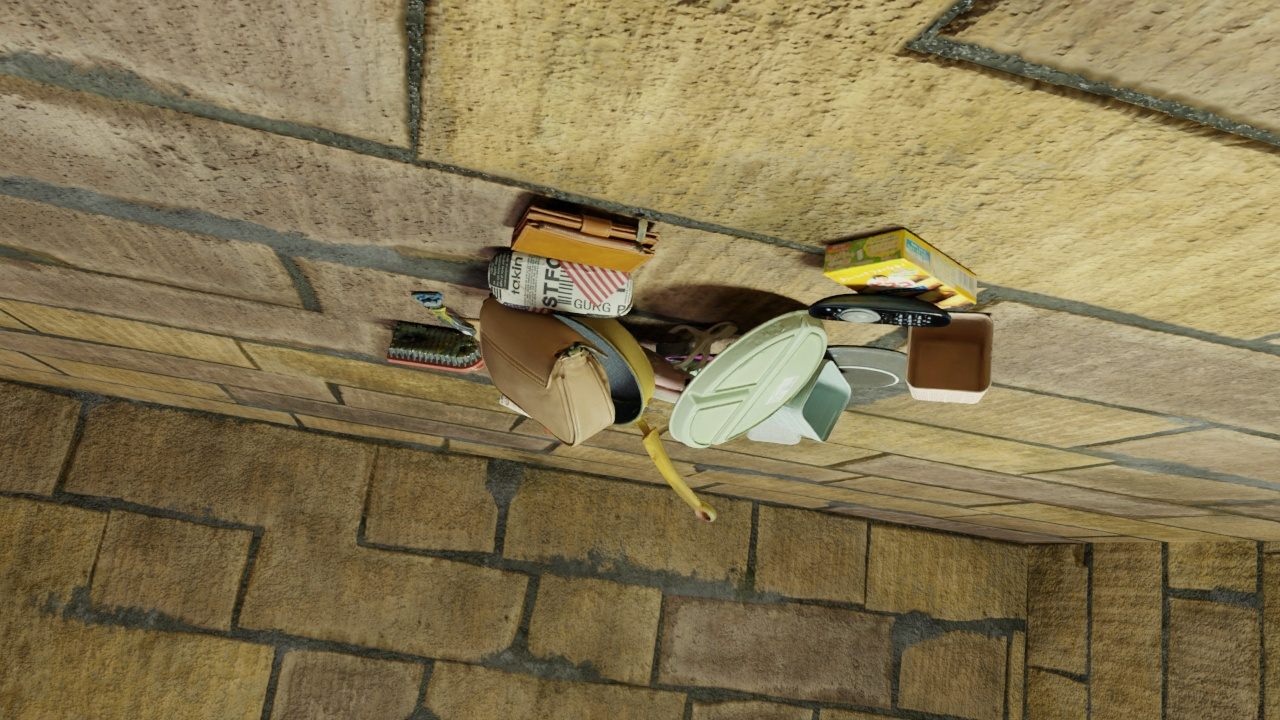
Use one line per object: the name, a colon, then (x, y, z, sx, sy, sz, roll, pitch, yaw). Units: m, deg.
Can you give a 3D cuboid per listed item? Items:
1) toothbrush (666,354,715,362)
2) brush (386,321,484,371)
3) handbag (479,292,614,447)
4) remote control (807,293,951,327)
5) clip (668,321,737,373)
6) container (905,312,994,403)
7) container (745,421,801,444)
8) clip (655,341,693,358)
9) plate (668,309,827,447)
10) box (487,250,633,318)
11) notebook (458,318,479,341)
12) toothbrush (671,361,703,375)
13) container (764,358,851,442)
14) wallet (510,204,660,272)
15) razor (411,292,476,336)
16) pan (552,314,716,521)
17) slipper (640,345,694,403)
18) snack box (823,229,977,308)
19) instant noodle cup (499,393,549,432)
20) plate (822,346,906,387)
toothbrush: (0.091, -0.003, 1.350, 0.189, 0.014, 0.017, 3, 178, 24)
brush: (-0.312, -0.014, 1.415, 0.146, 0.063, 0.069, 9, 152, 0)
handbag: (-0.111, 0.005, 1.091, 0.204, 0.099, 0.148, 34, 145, 38)
remote control: (0.234, -0.051, 0.900, 0.136, 0.024, 0.053, 5, 167, 14)
clip: (0.078, -0.016, 1.199, 0.100, 0.098, 0.035, 10, 172, 45)
container: (0.355, 0.002, 1.059, 0.090, 0.090, 0.111, 3, 169, 17)
container: (0.211, 0.073, 1.438, 0.090, 0.090, 0.114, 5, 164, 10)
clip: (0.047, -0.014, 1.305, 0.057, 0.024, 0.028, -3, 167, 27)
plate: (0.135, 0.030, 1.108, 0.230, 0.027, 0.231, -28, 153, -16)
box: (-0.088, -0.090, 1.045, 0.162, 0.075, 0.085, 5, -160, 1)
notebook: (-0.152, -0.030, 1.382, 0.211, 0.012, 0.149, 6, 165, 10)
toothbrush: (0.064, 0.016, 1.387, 0.225, 0.027, 0.026, -1, 166, 44)
container: (0.210, 0.045, 1.258, 0.112, 0.090, 0.090, 15, 157, 44)
wallet: (-0.055, -0.118, 0.905, 0.130, 0.035, 0.119, 10, 167, -16)
razor: (-0.268, -0.059, 1.284, 0.043, 0.022, 0.143, 5, 162, 20)
pan: (-0.021, 0.066, 1.187, 0.357, 0.078, 0.198, 42, 149, -3)
slipper: (-0.008, 0.007, 1.271, 0.275, 0.054, 0.114, 20, -174, 23)
snack box: (0.252, -0.082, 0.885, 0.140, 0.033, 0.087, 22, 160, -40)
instant noodle cup: (-0.151, 0.047, 1.479, 0.124, 0.116, 0.116, 16, -170, 25)
plate: (0.303, 0.015, 1.277, 0.179, 0.024, 0.179, 8, 167, 2)
